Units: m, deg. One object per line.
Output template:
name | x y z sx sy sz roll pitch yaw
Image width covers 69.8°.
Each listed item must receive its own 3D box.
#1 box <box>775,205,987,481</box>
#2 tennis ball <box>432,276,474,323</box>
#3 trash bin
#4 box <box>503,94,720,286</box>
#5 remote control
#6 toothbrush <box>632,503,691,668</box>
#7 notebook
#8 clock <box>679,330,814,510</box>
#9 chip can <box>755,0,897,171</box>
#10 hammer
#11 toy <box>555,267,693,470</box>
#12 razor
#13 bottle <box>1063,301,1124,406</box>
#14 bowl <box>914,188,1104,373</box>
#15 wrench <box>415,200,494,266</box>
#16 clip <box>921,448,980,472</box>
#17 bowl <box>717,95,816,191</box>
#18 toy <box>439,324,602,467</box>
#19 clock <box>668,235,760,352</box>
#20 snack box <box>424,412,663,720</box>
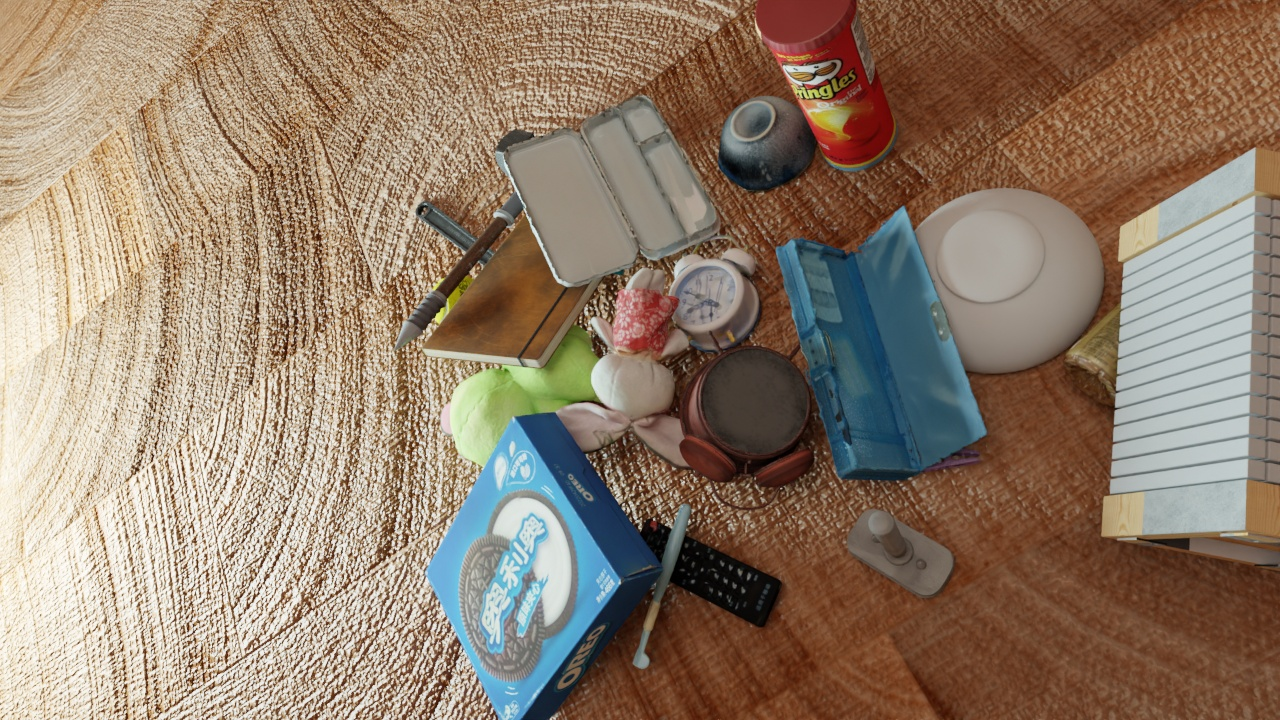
box | 0.208 -0.021 0.802 0.112 0.094 0.231 -40 52 47
tennis ball | -0.212 -0.067 1.067 0.065 0.065 0.065 -9 67 23
trash bin | 0.434 0.010 0.632 0.142 0.142 0.246 11 77 -3
box | -0.034 -0.184 0.988 0.191 0.045 0.209 -24 62 -7
remote control | 0.060 0.197 0.859 0.150 0.022 0.047 21 82 33
toothbrush | 0.021 0.208 0.853 0.022 0.016 0.155 -2 68 63
notebook | -0.105 -0.091 0.994 0.179 0.014 0.248 5 49 33
clock | 0.097 0.058 0.834 0.120 0.072 0.157 6 74 -3
chip can | 0.180 -0.266 0.859 0.087 0.213 0.087 -9 67 23
hammer | -0.175 -0.133 1.029 0.156 0.043 0.321 19 62 31
toy | -0.005 0.005 0.892 0.159 0.084 0.194 5 88 -3
razor | 0.205 0.146 0.749 0.088 0.116 0.047 30 81 32
bottle | 0.423 -0.037 0.745 0.166 0.059 0.059 -43 58 -4
bowl | 0.311 -0.081 0.810 0.177 0.066 0.176 -9 67 23
wrench | -0.195 -0.131 1.112 0.273 0.018 0.073 36 87 34
clip | 0.268 0.080 0.804 0.051 0.014 0.043 -29 59 18
bowl | 0.127 -0.239 0.969 0.110 0.055 0.110 -10 66 23
toy | -0.124 0.042 0.965 0.197 0.107 0.150 -37 58 -2
clock | 0.074 -0.071 0.936 0.089 0.052 0.125 -7 65 25
snack box | -0.101 0.198 0.863 0.195 0.056 0.239 52 125 31
